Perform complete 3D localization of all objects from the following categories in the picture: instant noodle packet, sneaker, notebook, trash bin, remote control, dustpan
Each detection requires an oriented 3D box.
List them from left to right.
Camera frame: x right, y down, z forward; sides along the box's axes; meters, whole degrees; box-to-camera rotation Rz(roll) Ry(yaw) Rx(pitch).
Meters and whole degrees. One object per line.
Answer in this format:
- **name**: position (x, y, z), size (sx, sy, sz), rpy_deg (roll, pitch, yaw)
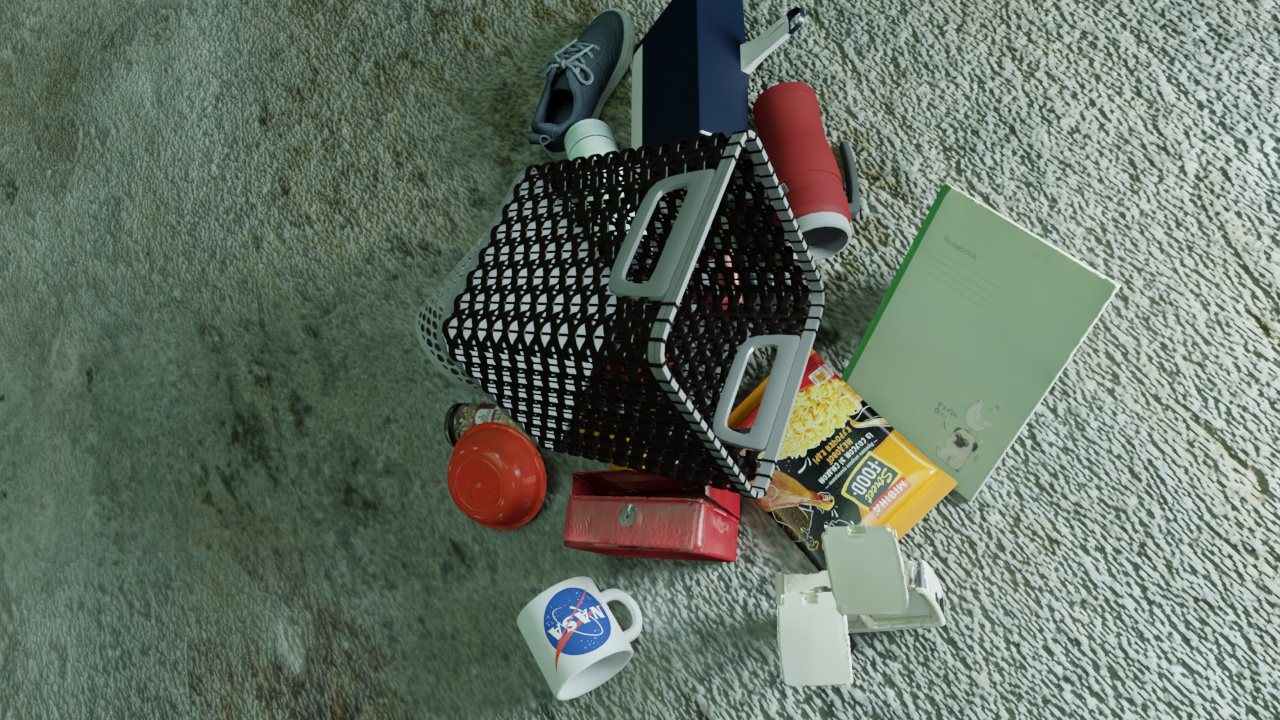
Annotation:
- **trash bin**: position (-0.155, -0.066, 1.077), size (0.184, 0.156, 0.156), rpy_deg (-40, 59, 25)
- **sneaker**: position (-0.084, -0.378, 1.220), size (0.089, 0.087, 0.235), rpy_deg (15, 78, 28)
- **dustpan**: position (0.085, -0.349, 1.116), size (0.274, 0.080, 0.236), rpy_deg (-34, 50, 56)
- **remote control**: position (0.130, -0.118, 1.058), size (0.022, 0.047, 0.150), rpy_deg (-38, 52, 49)
- **instant noodle packet**: position (0.187, 0.105, 0.949), size (0.160, 0.032, 0.221), rpy_deg (-46, 60, 6)
- **notebook**: position (0.303, -0.014, 0.874), size (0.182, 0.010, 0.253), rpy_deg (42, 128, 30)

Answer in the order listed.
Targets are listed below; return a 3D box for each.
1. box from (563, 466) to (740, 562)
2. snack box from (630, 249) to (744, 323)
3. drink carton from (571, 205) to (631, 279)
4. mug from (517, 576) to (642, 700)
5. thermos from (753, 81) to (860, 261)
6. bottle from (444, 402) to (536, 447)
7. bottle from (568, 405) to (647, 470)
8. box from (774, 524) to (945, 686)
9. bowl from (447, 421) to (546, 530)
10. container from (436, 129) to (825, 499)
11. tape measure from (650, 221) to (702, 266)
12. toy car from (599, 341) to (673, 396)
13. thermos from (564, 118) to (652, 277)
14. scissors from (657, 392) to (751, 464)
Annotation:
- **box**: position (0.015, 0.164, 0.952), size (0.158, 0.128, 0.087), rpy_deg (-6, 72, 23)
- **snack box**: position (0.056, -0.080, 1.056), size (0.121, 0.072, 0.072), rpy_deg (-16, 65, 18)
- **drink carton**: position (-0.059, -0.142, 1.145), size (0.038, 0.044, 0.129), rpy_deg (-36, 62, 7)
- **mug**: position (-0.056, 0.284, 0.964), size (0.121, 0.091, 0.090), rpy_deg (-21, 57, -24)
- **thermos**: position (0.194, -0.216, 1.048), size (0.108, 0.084, 0.198), rpy_deg (-1, 64, -13)
- **bottle**: position (-0.177, 0.079, 1.105), size (0.105, 0.056, 0.056), rpy_deg (0, 71, 23)
- **bottle**: position (-0.041, 0.086, 1.044), size (0.144, 0.043, 0.043), rpy_deg (36, 88, 40)
- **box**: position (0.182, 0.229, 0.804), size (0.144, 0.187, 0.104), rpy_deg (-13, 50, 25)
- **bowl**: position (-0.175, 0.139, 1.058), size (0.131, 0.045, 0.130), rpy_deg (4, 100, 22)
- **container**: position (-0.001, -0.041, 0.864), size (0.244, 0.245, 0.246), rpy_deg (4, 58, 32)
- **tape measure**: position (0.041, -0.130, 1.097), size (0.059, 0.038, 0.058), rpy_deg (-40, 95, 14)
- **toy car**: position (-0.006, 0.006, 1.063), size (0.100, 0.049, 0.051), rpy_deg (-29, 62, 11)
- **thermos**: position (-0.042, -0.202, 1.125), size (0.068, 0.068, 0.229), rpy_deg (-26, 53, 13)
- **scissors**: position (0.049, 0.090, 1.014), size (0.158, 0.012, 0.171), rpy_deg (-42, 50, 16)
